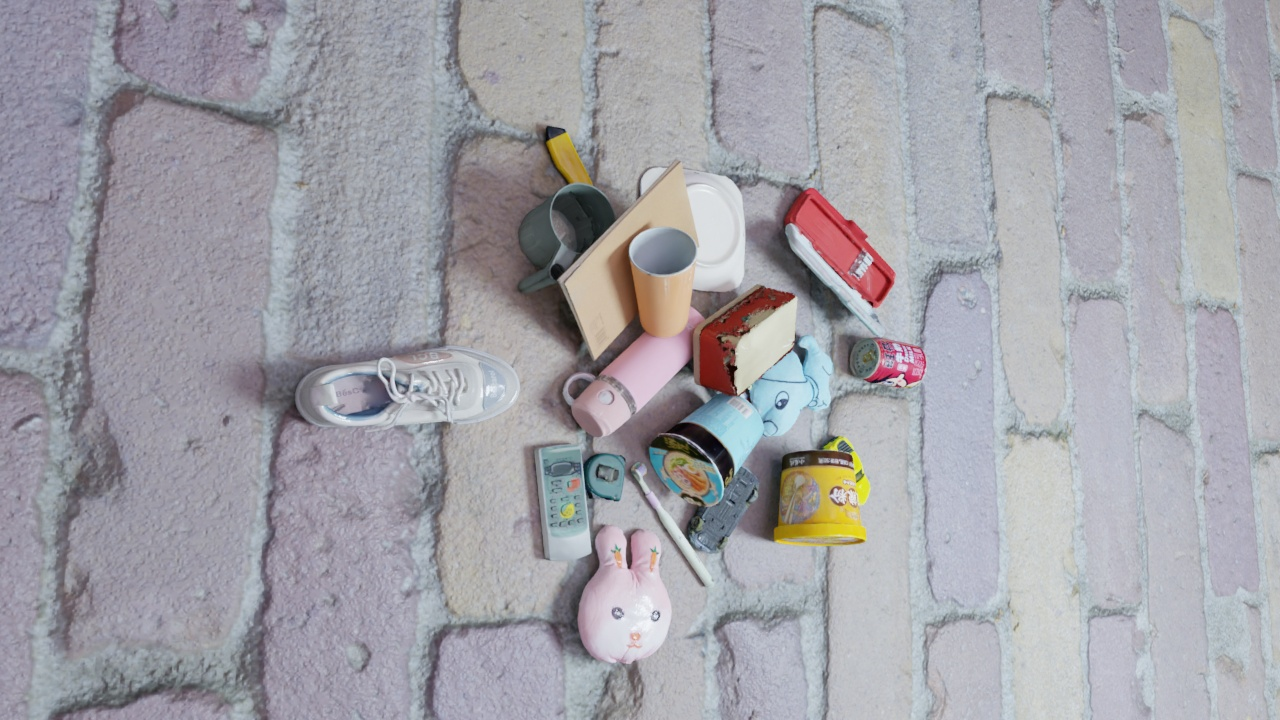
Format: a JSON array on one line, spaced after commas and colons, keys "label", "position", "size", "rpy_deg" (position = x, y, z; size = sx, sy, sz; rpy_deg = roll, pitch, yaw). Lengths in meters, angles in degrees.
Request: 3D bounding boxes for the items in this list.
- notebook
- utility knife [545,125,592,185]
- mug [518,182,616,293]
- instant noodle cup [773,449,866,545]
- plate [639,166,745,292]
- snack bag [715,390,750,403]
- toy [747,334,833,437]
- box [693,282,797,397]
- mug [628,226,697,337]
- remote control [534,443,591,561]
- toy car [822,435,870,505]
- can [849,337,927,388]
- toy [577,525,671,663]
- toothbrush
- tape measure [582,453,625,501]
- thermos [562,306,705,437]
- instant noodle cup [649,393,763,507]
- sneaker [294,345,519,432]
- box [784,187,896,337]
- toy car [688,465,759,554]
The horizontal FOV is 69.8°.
[{"label": "notebook", "position": [-0.006, -0.115, 1.082], "size": [0.211, 0.012, 0.150], "rpy_deg": [-48, 148, -20]}, {"label": "utility knife", "position": [-0.078, -0.220, 1.136], "size": [0.033, 0.015, 0.154], "rpy_deg": [-30, 99, -22]}, {"label": "mug", "position": [-0.096, -0.136, 1.065], "size": [0.083, 0.104, 0.123], "rpy_deg": [33, 70, -22]}, {"label": "instant noodle cup", "position": [0.235, 0.182, 1.208], "size": [0.118, 0.119, 0.114], "rpy_deg": [11, 70, -28]}, {"label": "plate", "position": [0.077, -0.174, 1.207], "size": [0.163, 0.034, 0.164], "rpy_deg": [1, 84, -29]}, {"label": "snack bag", "position": [0.110, 0.033, 1.203], "size": [0.104, 0.026, 0.048], "rpy_deg": [51, 50, -13]}, {"label": "toy", "position": [0.202, 0.034, 1.242], "size": [0.156, 0.050, 0.161], "rpy_deg": [20, 73, -30]}, {"label": "box", "position": [0.142, -0.027, 1.159], "size": [0.167, 0.078, 0.091], "rpy_deg": [-36, 133, -46]}, {"label": "mug", "position": [0.026, -0.087, 1.077], "size": [0.078, 0.123, 0.078], "rpy_deg": [-1, 53, 1]}, {"label": "remote control", "position": [-0.091, 0.167, 1.078], "size": [0.056, 0.019, 0.135], "rpy_deg": [-3, 85, -30]}, {"label": "toy car", "position": [0.293, 0.157, 1.287], "size": [0.048, 0.032, 0.105], "rpy_deg": [-30, 100, -29]}, {"label": "can", "position": [0.357, 0.003, 1.322], "size": [0.093, 0.067, 0.066], "rpy_deg": [10, 79, -28]}, {"label": "toy", "position": [-0.018, 0.277, 1.089], "size": [0.121, 0.054, 0.159], "rpy_deg": [10, 71, -28]}, {"label": "toothbrush", "position": [0.042, 0.209, 1.148], "size": [0.020, 0.029, 0.189], "rpy_deg": [-28, 102, 13]}, {"label": "tape measure", "position": [-0.044, 0.139, 1.105], "size": [0.054, 0.025, 0.058], "rpy_deg": [13, 77, -28]}, {"label": "thermos", "position": [-0.007, 0.007, 1.125], "size": [0.087, 0.067, 0.198], "rpy_deg": [41, 64, 14]}, {"label": "instant noodle cup", "position": [0.090, 0.104, 1.146], "size": [0.120, 0.111, 0.111], "rpy_deg": [-41, 104, -36]}, {"label": "sneaker", "position": [-0.235, 0.028, 0.975], "size": [0.241, 0.091, 0.089], "rpy_deg": [-4, 87, -30]}, {"label": "box", "position": [0.281, -0.136, 1.300], "size": [0.201, 0.065, 0.159], "rpy_deg": [41, 46, -19]}, {"label": "toy car", "position": [0.105, 0.189, 1.177], "size": [0.054, 0.037, 0.120], "rpy_deg": [37, 78, -21]}]
